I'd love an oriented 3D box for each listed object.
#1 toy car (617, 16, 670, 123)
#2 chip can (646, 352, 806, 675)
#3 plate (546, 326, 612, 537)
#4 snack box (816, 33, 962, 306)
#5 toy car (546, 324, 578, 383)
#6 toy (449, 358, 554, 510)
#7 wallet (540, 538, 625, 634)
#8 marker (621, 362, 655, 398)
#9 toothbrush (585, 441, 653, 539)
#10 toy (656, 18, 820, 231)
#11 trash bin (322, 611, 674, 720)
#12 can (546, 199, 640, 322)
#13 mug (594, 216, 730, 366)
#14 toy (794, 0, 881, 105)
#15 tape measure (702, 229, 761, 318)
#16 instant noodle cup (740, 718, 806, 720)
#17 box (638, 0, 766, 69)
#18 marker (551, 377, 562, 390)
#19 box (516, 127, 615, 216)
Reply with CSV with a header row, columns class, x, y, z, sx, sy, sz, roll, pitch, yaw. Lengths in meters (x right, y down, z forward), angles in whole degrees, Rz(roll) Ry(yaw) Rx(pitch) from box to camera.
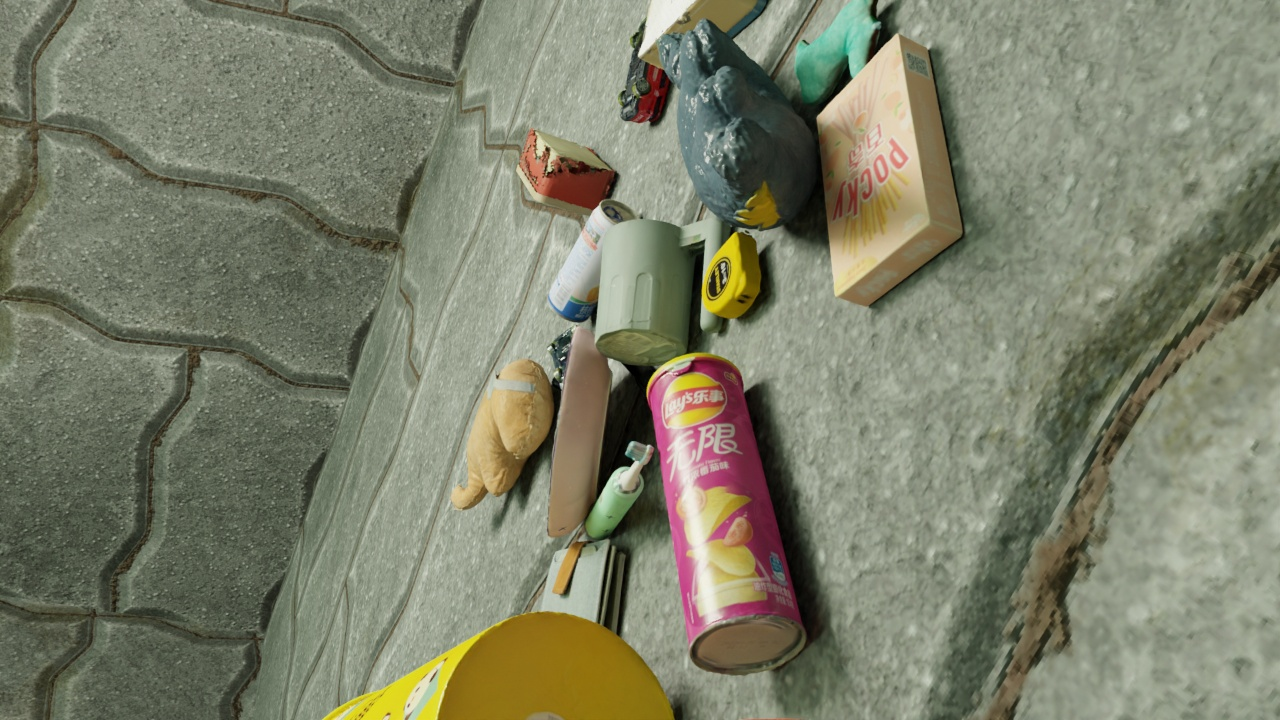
class,x,y,z,sx,sy,sz,roll,pitch,yaw
toy car,0.009,-0.319,1.009,0.053,0.045,0.120,3,83,64
chip can,0.051,0.092,0.600,0.072,0.071,0.210,-55,29,36
plate,-0.052,0.067,0.833,0.192,0.039,0.192,153,124,-90
snack box,0.151,-0.120,0.574,0.085,0.026,0.157,-44,36,50
toy car,-0.072,-0.003,0.983,0.043,0.034,0.090,-35,31,7
toy,-0.166,0.092,1.082,0.227,0.082,0.143,-54,22,43
wallet,-0.058,0.212,0.810,0.130,0.037,0.106,-28,50,59
marker,-0.005,0.005,0.850,0.022,0.020,0.132,-28,26,-7
toothbrush,-0.016,0.105,0.722,0.225,0.027,0.026,116,173,-64
toy,0.067,-0.165,0.665,0.091,0.138,0.355,-34,29,14
trash bin,-0.114,0.311,0.652,0.256,0.229,0.229,-44,36,40
can,-0.050,-0.106,0.987,0.135,0.053,0.053,-56,28,34
mug,0.020,-0.060,0.781,0.124,0.083,0.103,-12,62,36
toy,0.143,-0.220,0.660,0.092,0.030,0.096,-45,42,52
tape measure,0.073,-0.061,0.708,0.057,0.029,0.059,-48,34,44
instant noodle cup,0.056,0.251,0.417,0.109,0.137,0.137,118,156,-45
box,0.059,-0.350,0.904,0.185,0.059,0.089,-16,59,66
marker,-0.069,0.027,0.985,0.022,0.018,0.131,-66,22,-7
box,-0.094,-0.242,1.132,0.168,0.091,0.077,-124,51,-61
